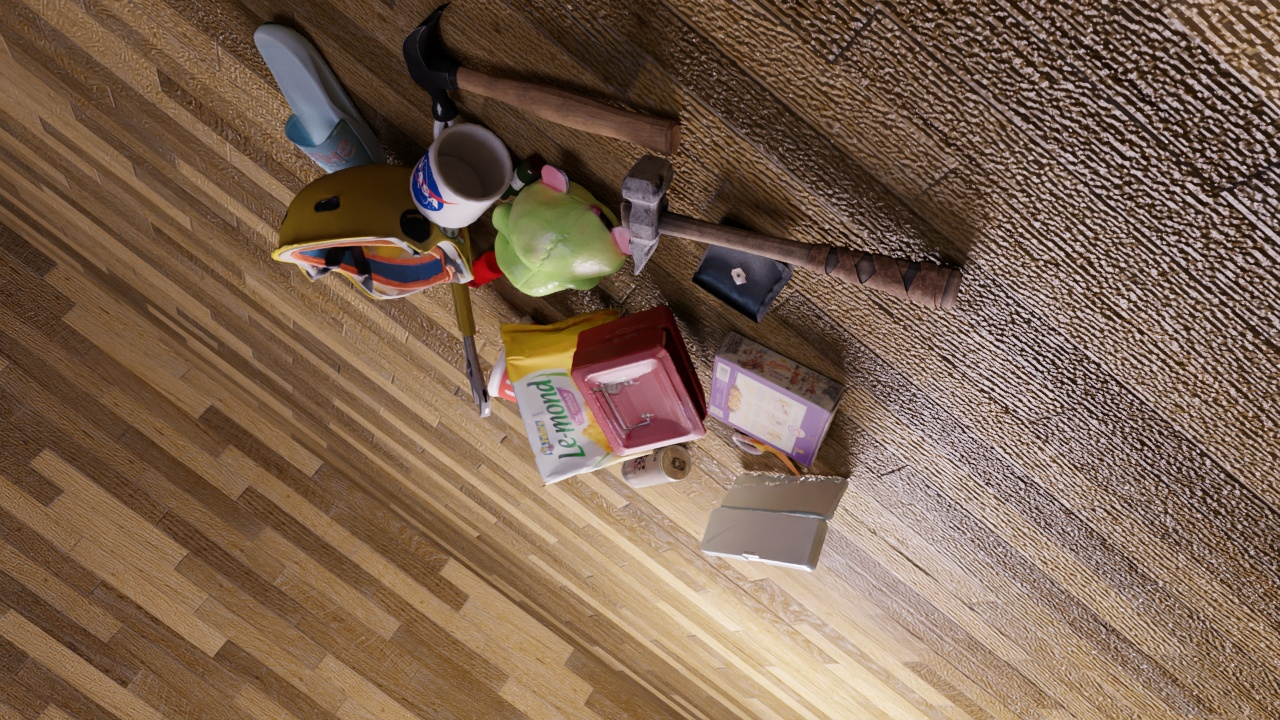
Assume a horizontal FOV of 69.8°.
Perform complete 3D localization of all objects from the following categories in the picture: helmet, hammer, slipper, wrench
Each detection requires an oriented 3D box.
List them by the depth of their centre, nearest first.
[{"bbox_3d":[0.128,-0.101,0.839,0.319,0.048,0.122,16,139,18],"label":"hammer"},{"bbox_3d":[-0.100,-0.258,0.892,0.306,0.040,0.132,22,151,22],"label":"hammer"},{"bbox_3d":[-0.322,-0.171,1.115,0.210,0.139,0.239,-8,166,34],"label":"helmet"},{"bbox_3d":[-0.402,-0.297,1.135,0.104,0.074,0.246,16,146,35],"label":"slipper"},{"bbox_3d":[-0.238,-0.056,1.247,0.084,0.018,0.273,-150,50,-62],"label":"wrench"}]

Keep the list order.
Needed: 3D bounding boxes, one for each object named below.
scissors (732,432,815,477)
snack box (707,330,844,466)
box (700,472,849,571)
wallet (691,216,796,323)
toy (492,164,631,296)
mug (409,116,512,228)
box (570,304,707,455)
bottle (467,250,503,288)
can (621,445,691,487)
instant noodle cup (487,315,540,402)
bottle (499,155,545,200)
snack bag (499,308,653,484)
[{"bbox_3d":[0.169,0.112,1.202,0.125,0.011,0.128,48,152,-20],"label":"scissors"},{"bbox_3d":[0.154,0.048,1.083,0.148,0.040,0.144,28,152,15],"label":"snack box"},{"bbox_3d":[0.171,0.205,1.210,0.041,0.134,0.197,39,155,-31],"label":"box"},{"bbox_3d":[0.104,-0.092,0.932,0.089,0.026,0.115,33,152,4],"label":"wallet"},{"bbox_3d":[-0.097,-0.131,1.026,0.150,0.107,0.197,40,162,-9],"label":"toy"},{"bbox_3d":[-0.206,-0.221,1.031,0.090,0.090,0.121,-21,85,59],"label":"mug"},{"bbox_3d":[0.002,0.027,1.104,0.129,0.092,0.158,-16,128,11],"label":"box"},{"bbox_3d":[-0.220,-0.120,1.251,0.036,0.036,0.119,45,152,-18],"label":"bottle"},{"bbox_3d":[0.022,0.164,1.407,0.054,0.054,0.136,42,153,-13],"label":"can"},{"bbox_3d":[-0.131,0.019,1.290,0.121,0.123,0.124,26,153,3],"label":"instant noodle cup"},{"bbox_3d":[-0.138,-0.202,1.036,0.025,0.025,0.106,43,152,-15],"label":"bottle"},{"bbox_3d":[-0.079,0.041,1.193,0.068,0.159,0.247,-107,4,-58],"label":"snack bag"}]
